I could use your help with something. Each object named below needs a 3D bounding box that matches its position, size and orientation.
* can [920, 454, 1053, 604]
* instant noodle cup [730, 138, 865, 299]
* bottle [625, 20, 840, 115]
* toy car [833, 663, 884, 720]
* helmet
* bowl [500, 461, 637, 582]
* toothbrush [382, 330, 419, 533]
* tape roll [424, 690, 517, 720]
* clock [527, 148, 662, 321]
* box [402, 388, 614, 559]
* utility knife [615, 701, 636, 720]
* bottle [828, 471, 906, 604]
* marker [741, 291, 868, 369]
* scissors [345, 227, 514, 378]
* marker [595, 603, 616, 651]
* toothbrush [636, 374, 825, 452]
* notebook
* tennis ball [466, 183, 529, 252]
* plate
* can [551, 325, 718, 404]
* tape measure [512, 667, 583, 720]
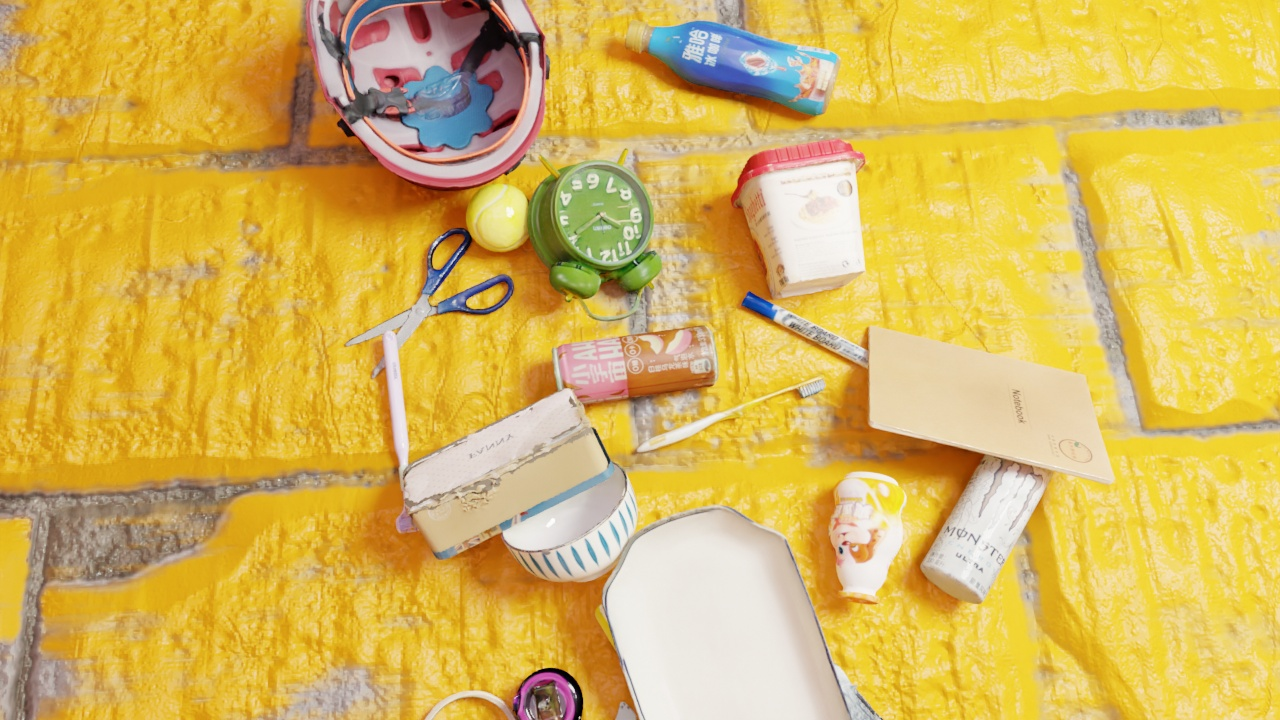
[{"bbox_3d":[0.305,0.137,0.802,0.058,0.058,0.146,34,74,10],"label":"can"},{"bbox_3d":[0.155,-0.130,0.867,0.116,0.116,0.124,-10,84,-5],"label":"instant noodle cup"},{"bbox_3d":[0.092,-0.308,0.943,0.219,0.065,0.065,15,72,4],"label":"bottle"},{"bbox_3d":[0.172,0.297,0.761,0.049,0.031,0.105,-41,76,-14],"label":"toy car"},{"bbox_3d":[-0.191,-0.263,0.886,0.207,0.144,0.240,-21,87,-7],"label":"helmet"},{"bbox_3d":[-0.053,0.144,0.778,0.116,0.116,0.066,-29,116,-10],"label":"bowl"},{"bbox_3d":[-0.219,0.062,0.835,0.029,0.021,0.189,-3,73,-27],"label":"toothbrush"},{"bbox_3d":[-0.141,0.318,0.757,0.086,0.014,0.085,0,71,-1],"label":"tape roll"},{"bbox_3d":[-0.040,-0.116,0.863,0.116,0.056,0.161,-12,89,-26],"label":"clock"},{"bbox_3d":[-0.109,0.091,0.782,0.184,0.089,0.061,-23,116,-3],"label":"box"},{"bbox_3d":[-0.036,0.372,0.740,0.034,0.018,0.187,16,71,5],"label":"utility knife"},{"bbox_3d":[0.194,0.153,0.792,0.063,0.063,0.108,10,72,2],"label":"bottle"},{"bbox_3d":[0.164,-0.027,0.877,0.146,0.017,0.016,28,73,8],"label":"marker"},{"bbox_3d":[-0.203,-0.060,0.883,0.163,0.012,0.160,-4,74,-1],"label":"scissors"},{"bbox_3d":[-0.002,0.262,0.780,0.018,0.015,0.124,-31,78,-10],"label":"marker"},{"bbox_3d":[0.086,0.052,0.850,0.191,0.016,0.018,-21,82,-8],"label":"toothbrush"},{"bbox_3d":[0.307,0.034,0.824,0.208,0.008,0.147,14,39,4],"label":"notebook"},{"bbox_3d":[-0.135,-0.137,0.882,0.065,0.065,0.065,0,71,-1],"label":"tennis ball"},{"bbox_3d":[0.072,0.249,0.743,0.162,0.034,0.265,-21,86,6],"label":"plate"},{"bbox_3d":[-0.005,0.005,0.841,0.147,0.058,0.058,-8,72,-4],"label":"can"},{"bbox_3d":[-0.075,0.284,0.756,0.057,0.039,0.057,-13,72,-5],"label":"tape measure"}]
